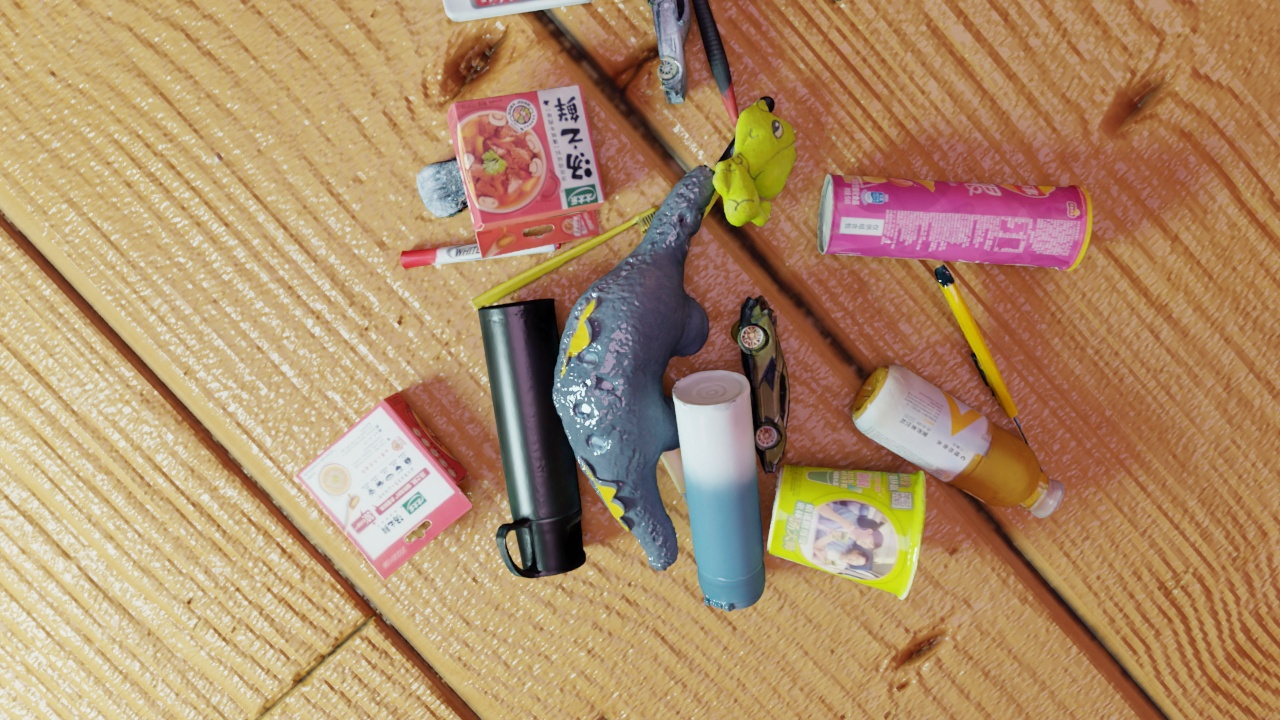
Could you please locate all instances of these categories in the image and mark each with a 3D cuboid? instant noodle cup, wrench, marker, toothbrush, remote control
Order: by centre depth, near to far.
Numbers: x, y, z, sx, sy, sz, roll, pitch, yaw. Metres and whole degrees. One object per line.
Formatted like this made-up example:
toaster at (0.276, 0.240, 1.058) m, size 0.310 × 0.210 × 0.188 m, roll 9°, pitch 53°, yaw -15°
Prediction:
wrench at (0.043, -0.330, 0.773) m, size 0.016 × 0.056 × 0.273 m, roll -16°, pitch 100°, yaw 7°
remote control at (-0.106, -0.331, 0.794) m, size 0.136 × 0.020 × 0.056 m, roll -6°, pitch 98°, yaw 4°
instant noodle cup at (0.176, 0.140, 0.802) m, size 0.123 × 0.111 × 0.112 m, roll 10°, pitch 98°, yaw 10°
marker at (0.080, -0.177, 0.806) m, size 0.018 × 0.015 × 0.124 m, roll 32°, pitch 98°, yaw -6°
toothbrush at (-0.065, -0.089, 0.824) m, size 0.190 × 0.015 × 0.016 m, roll -26°, pitch 80°, yaw 6°
marker at (-0.144, -0.099, 0.829) m, size 0.145 × 0.017 × 0.017 m, roll -6°, pitch 97°, yaw 4°

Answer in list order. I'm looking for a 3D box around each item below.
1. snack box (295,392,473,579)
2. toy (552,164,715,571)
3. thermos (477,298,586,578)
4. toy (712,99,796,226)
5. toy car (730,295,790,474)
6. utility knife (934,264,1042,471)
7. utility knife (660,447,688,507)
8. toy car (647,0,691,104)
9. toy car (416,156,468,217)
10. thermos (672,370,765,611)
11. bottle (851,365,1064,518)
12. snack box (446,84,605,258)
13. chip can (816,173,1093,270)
snack box at (-0.230, 0.115, 0.848) m, size 0.113 × 0.044 × 0.127 m, roll -39°, pitch 93°, yaw 7°
toy at (-0.005, 0.005, 0.788) m, size 0.137 × 0.091 × 0.356 m, roll 7°, pitch 94°, yaw -19°
thermos at (-0.099, 0.070, 0.813) m, size 0.069 × 0.089 × 0.242 m, roll -3°, pitch 98°, yaw 36°
toy at (0.100, -0.166, 0.785) m, size 0.100 × 0.031 × 0.097 m, roll -38°, pitch 118°, yaw -25°
toy car at (0.108, 0.022, 0.805) m, size 0.042 × 0.070 × 0.158 m, roll -7°, pitch 99°, yaw 1°
utility knife at (0.305, 0.010, 0.802) m, size 0.015 × 0.033 × 0.216 m, roll -27°, pitch 102°, yaw 16°
utility knife at (0.024, 0.078, 0.841) m, size 0.031 × 0.021 × 0.204 m, roll -27°, pitch 88°, yaw 8°
toy car at (0.026, -0.279, 0.776) m, size 0.037 × 0.054 × 0.120 m, roll -6°, pitch 97°, yaw 6°
toy car at (-0.147, -0.165, 0.813) m, size 0.105 × 0.031 × 0.049 m, roll -24°, pitch 97°, yaw 4°
thermos at (0.071, 0.117, 0.791) m, size 0.070 × 0.070 × 0.221 m, roll -7°, pitch 116°, yaw 4°
bottle at (0.278, 0.075, 0.801) m, size 0.189 × 0.068 × 0.068 m, roll 31°, pitch 98°, yaw -1°
snack box at (-0.094, -0.161, 0.783) m, size 0.113 × 0.044 × 0.127 m, roll -15°, pitch 96°, yaw -19°
chip can at (0.260, -0.118, 0.776) m, size 0.210 × 0.071 × 0.071 m, roll 4°, pitch 98°, yaw 3°
